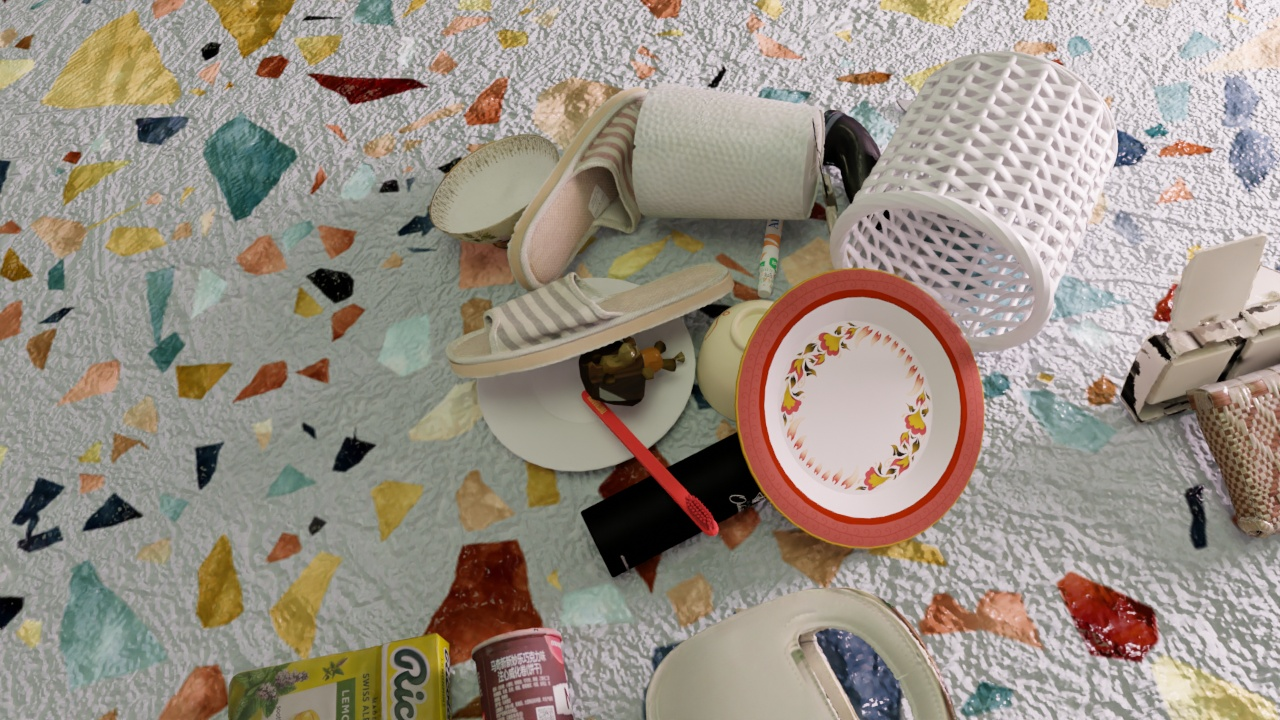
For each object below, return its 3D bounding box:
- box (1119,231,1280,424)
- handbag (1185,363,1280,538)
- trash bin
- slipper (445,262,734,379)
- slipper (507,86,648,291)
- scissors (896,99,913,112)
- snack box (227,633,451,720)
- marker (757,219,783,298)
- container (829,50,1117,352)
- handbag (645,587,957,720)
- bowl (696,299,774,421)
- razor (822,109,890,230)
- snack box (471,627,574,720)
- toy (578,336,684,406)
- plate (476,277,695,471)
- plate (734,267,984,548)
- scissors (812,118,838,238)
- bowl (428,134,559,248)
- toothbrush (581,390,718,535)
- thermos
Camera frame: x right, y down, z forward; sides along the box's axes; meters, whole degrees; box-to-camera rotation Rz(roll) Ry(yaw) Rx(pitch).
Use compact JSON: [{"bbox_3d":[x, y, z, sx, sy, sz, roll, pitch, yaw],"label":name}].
[{"bbox_3d":[0.461,-0.052,0.738,0.143,0.184,0.098,-15,52,-3],"label":"box"},{"bbox_3d":[0.540,0.058,0.725,0.186,0.047,0.124,-16,80,-2],"label":"handbag"},{"bbox_3d":[0.090,-0.198,0.896,0.161,0.133,0.133,9,62,18],"label":"trash bin"},{"bbox_3d":[-0.047,-0.047,0.841,0.272,0.054,0.114,-16,25,-5],"label":"slipper"},{"bbox_3d":[-0.038,-0.170,0.919,0.052,0.115,0.262,19,59,30],"label":"slipper"},{"bbox_3d":[0.339,-0.247,0.959,0.139,0.019,0.135,-12,57,3],"label":"scissors"},{"bbox_3d":[-0.239,0.291,0.721,0.181,0.045,0.121,-10,59,2],"label":"snack box"},{"bbox_3d":[0.133,-0.126,0.921,0.017,0.017,0.145,6,61,12],"label":"marker"},{"bbox_3d":[0.291,-0.136,0.803,0.189,0.189,0.186,24,65,21],"label":"container"},{"bbox_3d":[0.120,0.258,0.648,0.200,0.093,0.200,-32,59,10],"label":"handbag"},{"bbox_3d":[0.106,-0.011,0.825,0.118,0.074,0.117,-4,60,6],"label":"bowl"},{"bbox_3d":[0.214,-0.191,0.930,0.064,0.053,0.140,-29,59,31],"label":"razor"},{"bbox_3d":[-0.084,0.273,0.694,0.072,0.072,0.121,-15,60,0],"label":"snack box"},{"bbox_3d":[-0.005,0.005,0.825,0.100,0.063,0.076,-15,53,-22],"label":"toy"},{"bbox_3d":[-0.052,0.011,0.871,0.209,0.015,0.208,-4,60,7],"label":"plate"},{"bbox_3d":[0.182,0.038,0.759,0.229,0.021,0.229,2,85,-17],"label":"plate"},{"bbox_3d":[0.179,-0.149,0.864,0.013,0.171,0.157,-10,16,14],"label":"scissors"},{"bbox_3d":[-0.138,-0.162,0.946,0.145,0.063,0.145,-15,47,17],"label":"bowl"},{"bbox_3d":[0.001,0.076,0.766,0.012,0.018,0.212,-32,42,-14],"label":"toothbrush"},{"bbox_3d":[0.066,0.102,0.774,0.231,0.061,0.061,-26,60,-7],"label":"thermos"}]
